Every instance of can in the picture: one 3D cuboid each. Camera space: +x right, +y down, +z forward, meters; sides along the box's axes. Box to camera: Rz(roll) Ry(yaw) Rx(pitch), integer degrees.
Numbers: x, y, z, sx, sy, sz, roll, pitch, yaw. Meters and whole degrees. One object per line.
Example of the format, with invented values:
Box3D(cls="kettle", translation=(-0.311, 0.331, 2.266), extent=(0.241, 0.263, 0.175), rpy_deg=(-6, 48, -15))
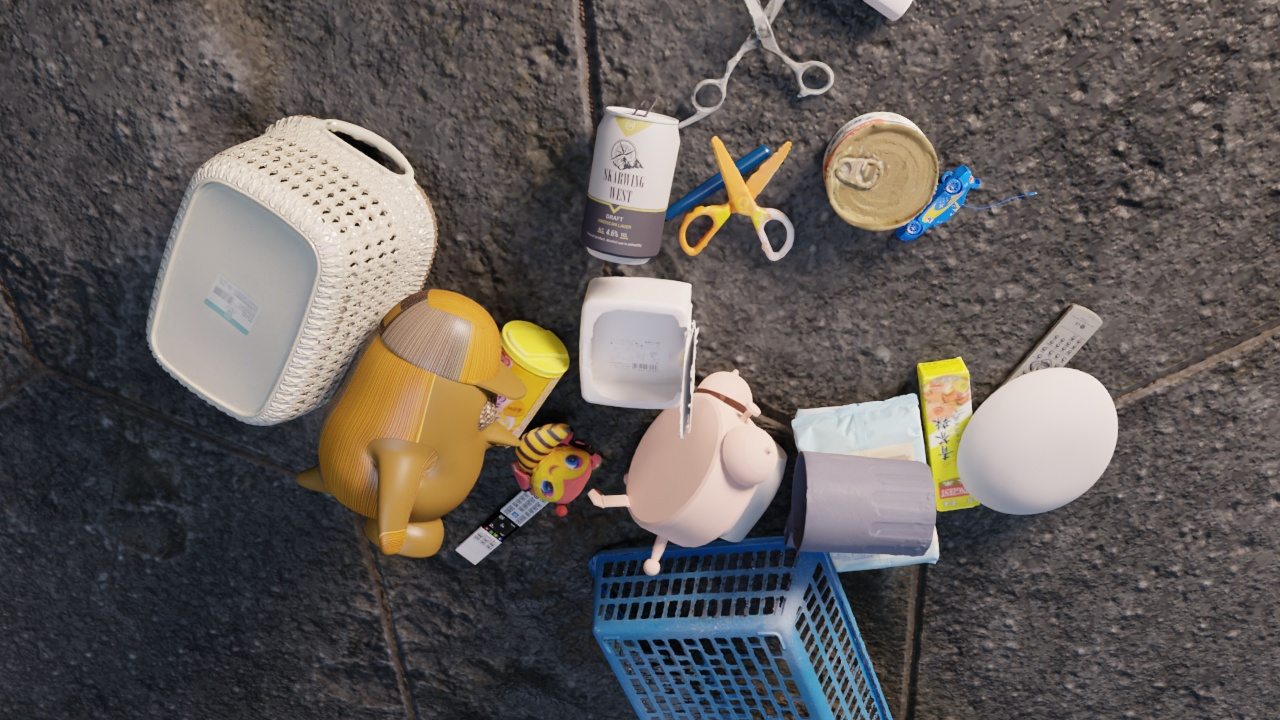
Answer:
Box3D(cls="can", translation=(-0.117, 0.021, 0.830), extent=(0.067, 0.067, 0.105), rpy_deg=(31, 117, -11))
Box3D(cls="can", translation=(0.187, -0.149, 0.723), extent=(0.086, 0.043, 0.086), rpy_deg=(2, 118, 4))
Box3D(cls="can", translation=(-0.007, -0.144, 0.726), extent=(0.064, 0.064, 0.127), rpy_deg=(11, 110, 0))

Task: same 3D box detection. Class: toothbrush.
Box3D(cls="toothbrush", translation=(0.035, -0.130, 0.765), extent=(0.168, 0.014, 0.014), rpy_deg=(-31, 111, 19))

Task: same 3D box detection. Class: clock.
Box3D(cls="clock", translation=(0.039, 0.090, 0.809), extent=(0.161, 0.131, 0.086), rpy_deg=(-42, 121, 17))

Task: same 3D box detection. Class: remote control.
Box3D(cls="remote control", translation=(0.348, 0.009, 0.807), extent=(0.033, 0.013, 0.137), rpy_deg=(27, 117, -9))
Box3D(cls="remote control", translation=(-0.141, 0.167, 0.941), extent=(0.028, 0.011, 0.124), rpy_deg=(41, 114, -16))

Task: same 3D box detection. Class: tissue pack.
Box3D(cls="tissue pack", translation=(0.210, 0.120, 0.851), extent=(0.112, 0.069, 0.182), rpy_deg=(-11, 119, 11))

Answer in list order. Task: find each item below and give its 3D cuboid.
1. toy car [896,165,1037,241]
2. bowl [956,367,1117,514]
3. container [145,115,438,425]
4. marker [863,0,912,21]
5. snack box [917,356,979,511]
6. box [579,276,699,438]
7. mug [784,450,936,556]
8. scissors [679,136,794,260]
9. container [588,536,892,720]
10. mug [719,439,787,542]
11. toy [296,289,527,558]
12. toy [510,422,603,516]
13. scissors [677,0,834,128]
Box3D(cls="toy car", translation=(0.259, -0.118, 0.736), extent=(0.062, 0.033, 0.092), rpy_deg=(37, 115, -6))
Box3D(cls="bowl", translation=(0.359, 0.082, 0.810), extent=(0.149, 0.043, 0.150), rpy_deg=(-4, 117, -9))
Box3D(cls="container", translation=(-0.292, -0.067, 0.757), extent=(0.184, 0.142, 0.247), rpy_deg=(33, 117, 3))
Box3D(cls="marker", translation=(0.141, -0.290, 0.662), extent=(0.126, 0.025, 0.025), rpy_deg=(30, 117, -10))
Box3D(cls="snack box", translation=(0.282, 0.069, 0.838), extent=(0.040, 0.028, 0.148), rpy_deg=(-10, 117, 11))
Box3D(cls="box", translation=(0.007, 0.006, 0.772), extent=(0.126, 0.136, 0.109), rpy_deg=(5, 120, 4))
Box3D(cls="mug", translation=(0.183, 0.131, 0.781), extent=(0.104, 0.083, 0.124), rpy_deg=(3, 145, 2))
Box3D(cls="scissors", translation=(0.088, -0.126, 0.753), extent=(0.127, 0.011, 0.126), rpy_deg=(29, 121, -22))
Box3D(cls="container", translation=(0.107, 0.350, 0.936), extent=(0.258, 0.089, 0.362), rpy_deg=(-11, 117, 27))
Box3D(cls="mug", translation=(0.091, 0.117, 0.839), extent=(0.071, 0.107, 0.089), rpy_deg=(34, 108, -3))
Box3D(cls="toy", translation=(-0.175, 0.039, 0.755), extent=(0.162, 0.198, 0.204), rpy_deg=(18, 109, -19))
Box3D(cls="toy", translation=(-0.082, 0.100, 0.880), extent=(0.084, 0.046, 0.103), rpy_deg=(-19, 125, 8))
Box3D(cls="scissors", translation=(0.082, -0.238, 0.691), extent=(0.141, 0.014, 0.174), rpy_deg=(36, 123, -26))
